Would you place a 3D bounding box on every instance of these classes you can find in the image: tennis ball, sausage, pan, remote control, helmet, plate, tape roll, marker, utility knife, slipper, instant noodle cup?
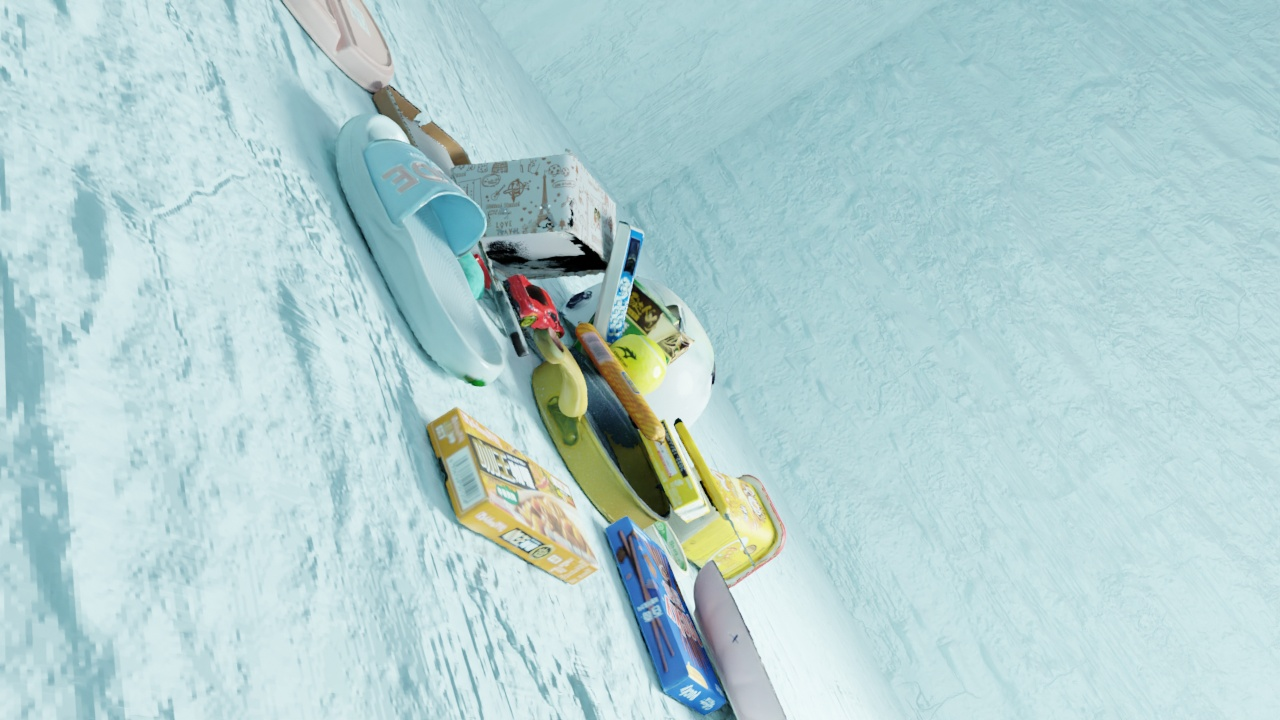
[{"bbox_3d":[-0.006,0.006,0.951,0.065,0.065,0.065,57,8,-12],"label":"tennis ball"},{"bbox_3d":[-0.021,0.020,0.901,0.165,0.021,0.021,55,5,27],"label":"sausage"},{"bbox_3d":[-0.045,0.047,0.821,0.197,0.078,0.357,61,8,22],"label":"pan"},{"bbox_3d":[-0.024,-0.081,0.956,0.024,0.125,0.049,15,5,16],"label":"remote control"},{"bbox_3d":[0.012,-0.018,1.210,0.229,0.146,0.258,55,8,-30],"label":"helmet"},{"bbox_3d":[0.089,0.278,0.832,0.192,0.039,0.192,155,-88,-87],"label":"plate"},{"bbox_3d":[0.024,0.189,0.959,0.086,0.014,0.085,57,7,-12],"label":"tape roll"},{"bbox_3d":[-0.126,-0.048,0.915,0.145,0.017,0.017,54,9,-32],"label":"marker"},{"bbox_3d":[0.073,0.132,0.942,0.033,0.015,0.223,65,-2,-39],"label":"utility knife"},{"bbox_3d":[-0.318,-0.369,0.905,0.229,0.028,0.229,57,7,-11],"label":"plate"},{"bbox_3d":[-0.155,-0.094,0.687,0.245,0.074,0.104,63,9,19],"label":"slipper"},{"bbox_3d":[0.087,0.186,1.062,0.123,0.116,0.116,35,23,-44],"label":"instant noodle cup"}]

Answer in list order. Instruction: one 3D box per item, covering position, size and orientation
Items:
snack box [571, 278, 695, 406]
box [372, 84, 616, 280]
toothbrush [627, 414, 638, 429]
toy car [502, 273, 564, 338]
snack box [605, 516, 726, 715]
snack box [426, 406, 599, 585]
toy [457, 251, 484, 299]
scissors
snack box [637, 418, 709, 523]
[{"bbox_3d":[-0.021,-0.018,1.033,0.117,0.105,0.118,44,-12,1],"label":"snack box"},{"bbox_3d":[-0.151,-0.168,0.952,0.269,0.136,0.179,29,0,17],"label":"box"},{"bbox_3d":[0.008,0.079,0.985,0.016,0.014,0.189,49,-3,19],"label":"toothbrush"},{"bbox_3d":[-0.101,-0.051,0.908,0.049,0.031,0.106,64,7,21],"label":"toy car"},{"bbox_3d":[0.020,0.214,0.779,0.084,0.026,0.157,51,10,-49],"label":"snack box"},{"bbox_3d":[-0.080,0.093,0.606,0.154,0.026,0.075,48,12,-54],"label":"snack box"},{"bbox_3d":[-0.163,-0.093,0.808,0.092,0.030,0.096,62,4,-1],"label":"toy"},{"bbox_3d":[-0.133,-0.080,0.816,0.164,0.014,0.164,88,-20,-65],"label":"scissors"},{"bbox_3d":[0.037,0.116,0.942,0.140,0.034,0.087,54,11,-73],"label":"snack box"}]
